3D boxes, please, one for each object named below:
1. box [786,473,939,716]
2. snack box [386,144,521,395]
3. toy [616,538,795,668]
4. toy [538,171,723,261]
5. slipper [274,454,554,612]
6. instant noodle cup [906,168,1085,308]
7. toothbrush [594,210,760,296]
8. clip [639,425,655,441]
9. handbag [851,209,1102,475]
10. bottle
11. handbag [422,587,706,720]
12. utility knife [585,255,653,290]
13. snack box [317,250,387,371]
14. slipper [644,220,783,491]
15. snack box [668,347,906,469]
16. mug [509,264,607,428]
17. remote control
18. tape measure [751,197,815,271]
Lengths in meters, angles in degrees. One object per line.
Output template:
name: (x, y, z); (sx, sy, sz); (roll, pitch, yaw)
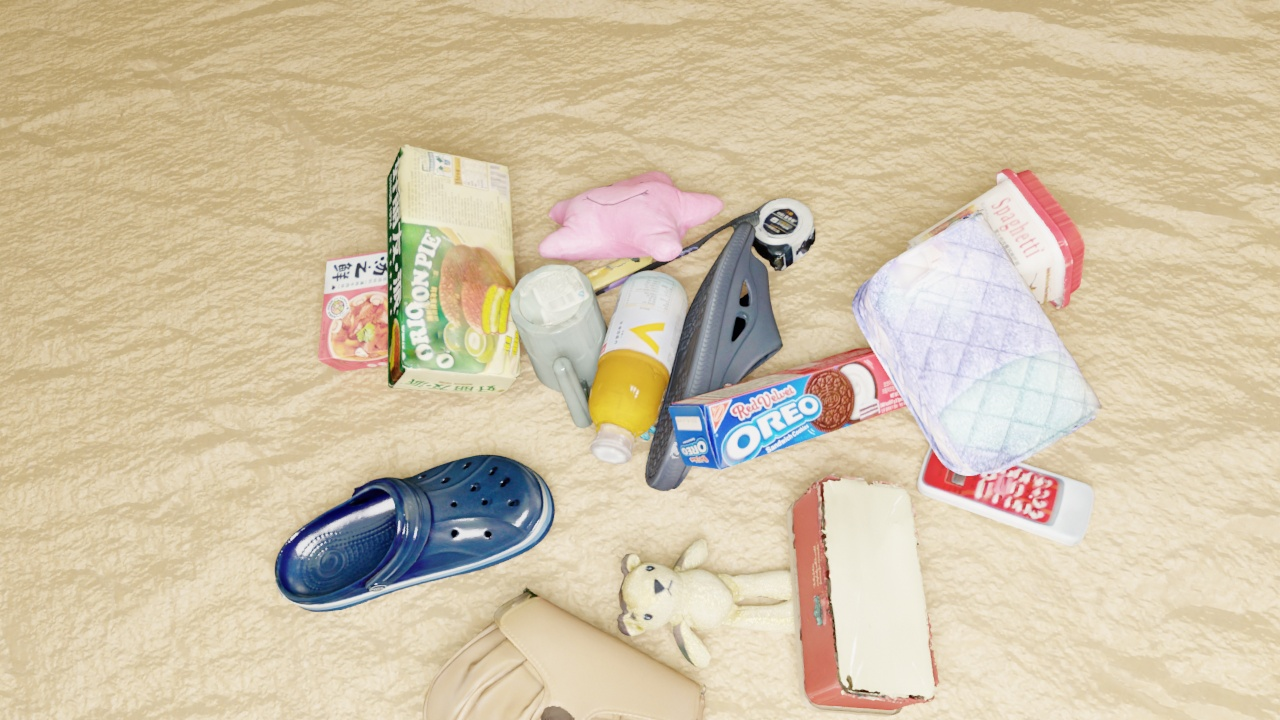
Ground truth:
box: (0.172, 0.176, 0.700); (0.091, 0.079, 0.168); (9, 59, -14)
snack box: (-0.185, -0.087, 0.898); (0.114, 0.063, 0.239); (5, 66, -28)
toy: (0.060, 0.191, 0.736); (0.157, 0.066, 0.105); (4, 65, -7)
toy: (-0.016, -0.151, 0.951); (0.195, 0.075, 0.178); (4, 35, 27)
slipper: (-0.204, 0.140, 0.799); (0.253, 0.095, 0.105); (-19, 60, 2)
instant noodle cup: (0.321, -0.092, 0.842); (0.124, 0.116, 0.116); (-26, 57, 8)
toothbrush: (0.037, -0.105, 0.933); (0.189, 0.014, 0.016); (-26, 72, 8)
clip: (-0.008, 0.055, 0.861); (0.038, 0.013, 0.055); (-40, 59, -14)
handbag: (0.271, -0.011, 0.755); (0.134, 0.075, 0.194); (-28, 86, -4)
bottle: (-0.005, 0.005, 0.844); (0.068, 0.068, 0.189); (7, 57, 14)
handbag: (-0.055, 0.270, 0.685); (0.204, 0.100, 0.147); (24, 65, 14)
utility knife: (-0.056, -0.081, 0.955); (0.151, 0.018, 0.031); (-22, 52, -9)
snack box: (-0.258, -0.054, 0.935); (0.127, 0.044, 0.113); (-7, 69, 13)
slipper: (0.076, 0.002, 0.839); (0.083, 0.111, 0.267); (21, 66, -7)
snack box: (0.127, 0.037, 0.769); (0.207, 0.058, 0.057); (-14, 96, -27)
mug: (-0.070, -0.014, 0.861); (0.084, 0.103, 0.123); (-13, 57, 1)
remote control: (0.305, 0.108, 0.769); (0.136, 0.020, 0.055); (19, 63, 20)
tape measure: (0.145, -0.131, 0.936); (0.066, 0.033, 0.065); (-33, 60, -7)
